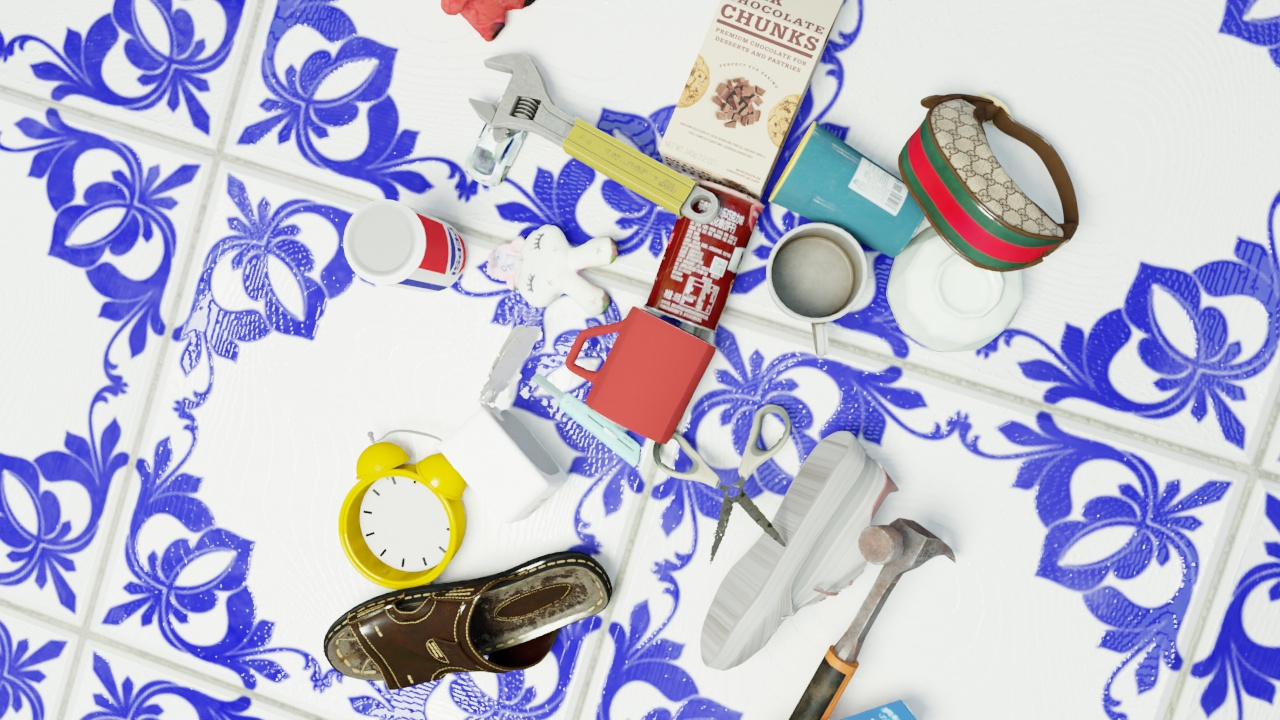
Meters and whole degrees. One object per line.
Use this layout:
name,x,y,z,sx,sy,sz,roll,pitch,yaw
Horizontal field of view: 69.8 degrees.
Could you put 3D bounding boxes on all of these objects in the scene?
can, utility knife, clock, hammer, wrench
can,-0.204,-0.098,0.812,0.070,0.132,0.070,0,91,6
utility knife,-0.049,0.052,0.820,0.141,0.015,0.022,41,56,-32
clock,-0.220,0.140,0.861,0.113,0.052,0.152,11,97,6
hammer,0.175,0.276,0.807,0.035,0.137,0.315,38,111,40
wrench,-0.044,-0.193,0.806,0.273,0.018,0.083,31,83,19

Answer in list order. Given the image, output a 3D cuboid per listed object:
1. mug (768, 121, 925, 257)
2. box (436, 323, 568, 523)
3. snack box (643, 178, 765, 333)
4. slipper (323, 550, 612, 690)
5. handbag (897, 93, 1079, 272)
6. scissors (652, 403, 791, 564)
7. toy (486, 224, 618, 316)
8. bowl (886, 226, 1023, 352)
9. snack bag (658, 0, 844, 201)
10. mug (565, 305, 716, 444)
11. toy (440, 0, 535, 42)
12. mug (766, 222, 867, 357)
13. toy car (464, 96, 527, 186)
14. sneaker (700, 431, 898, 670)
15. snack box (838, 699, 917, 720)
mug,0.184,-0.144,0.799,0.121,0.078,0.078,29,94,1
box,-0.109,0.046,0.822,0.132,0.107,0.151,-41,82,0
snack box,0.056,-0.092,0.814,0.072,0.072,0.121,20,94,6
slipper,-0.155,0.243,0.827,0.268,0.075,0.113,-16,118,2
handbag,0.297,-0.157,0.772,0.138,0.063,0.166,-15,66,-27
scissors,0.075,0.100,0.807,0.158,0.012,0.170,16,57,32
toy,-0.082,-0.085,0.846,0.123,0.038,0.079,8,99,9
bowl,0.277,-0.064,0.794,0.117,0.061,0.117,0,92,7
snack bag,0.102,-0.257,0.805,0.094,0.070,0.206,23,93,5
mug,-0.005,0.005,0.816,0.116,0.080,0.096,27,94,2
toy,-0.157,-0.355,0.808,0.088,0.133,0.094,-38,78,-5
mug,0.153,-0.060,0.803,0.084,0.070,0.113,-4,91,6
toy car,-0.131,-0.207,0.854,0.039,0.027,0.090,27,94,7
sneaker,0.146,0.181,0.797,0.089,0.099,0.236,34,89,-9
snack box,0.163,0.353,0.789,0.154,0.033,0.088,-13,122,-12
